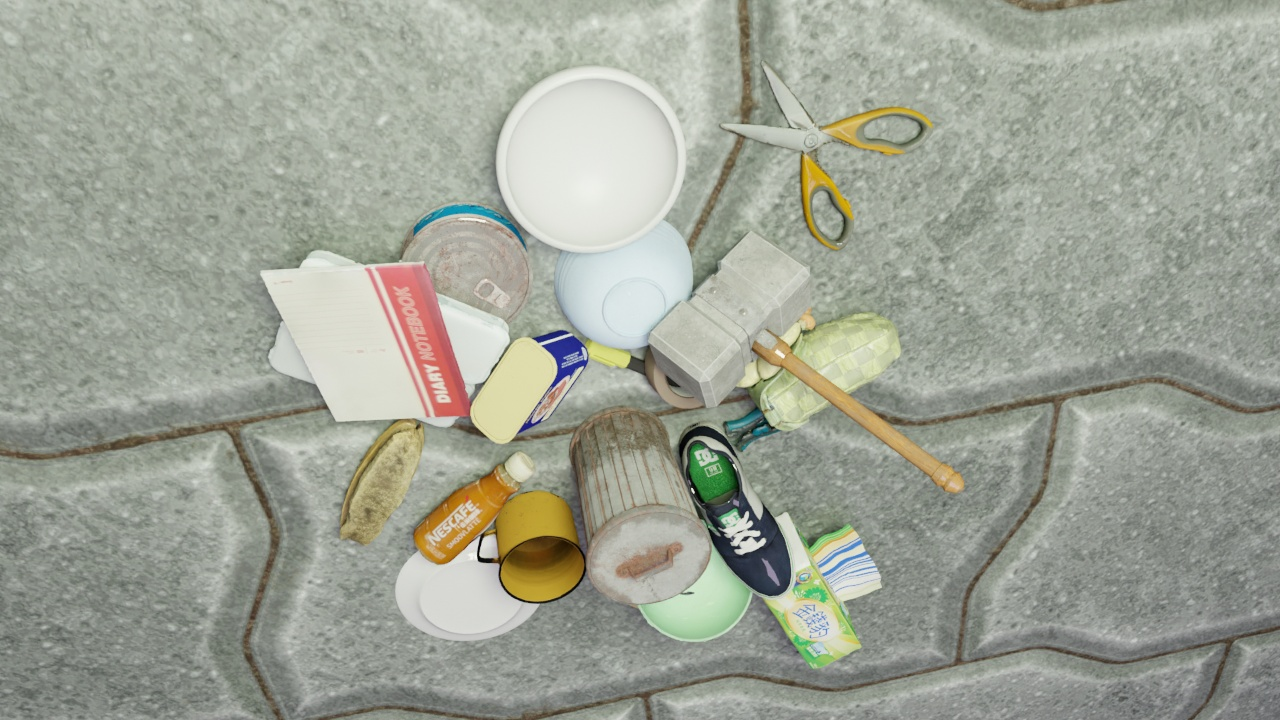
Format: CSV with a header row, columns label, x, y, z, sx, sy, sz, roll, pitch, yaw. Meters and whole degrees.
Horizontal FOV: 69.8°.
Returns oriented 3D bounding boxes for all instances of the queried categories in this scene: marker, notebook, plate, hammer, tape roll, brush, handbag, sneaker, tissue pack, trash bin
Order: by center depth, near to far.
label,x,y,z,sx,sy,sz,roll,pitch,yaw
hammer,0.176,0.025,0.888,0.162,0.318,0.083,-46,155,-11
notebook,-0.257,-0.012,0.894,0.153,0.012,0.209,-3,137,5
trash bin,-0.006,0.158,1.007,0.130,0.211,0.131,-5,122,-9
handbag,0.189,-0.010,1.015,0.186,0.113,0.117,-29,109,3
tape roll,0.053,0.005,1.021,0.093,0.030,0.094,-7,112,-18
marker,-0.006,0.006,1.027,0.123,0.018,0.021,22,70,-25
brush,-0.293,0.141,1.031,0.059,0.043,0.196,23,121,-22
sneaker,0.111,0.187,1.074,0.084,0.079,0.235,-27,98,10
plate,-0.214,0.296,1.165,0.188,0.016,0.189,-5,122,-9
tissue pack,0.238,0.289,1.203,0.141,0.120,0.198,-29,129,8

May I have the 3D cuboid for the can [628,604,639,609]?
label,x,y,z,sx,sy,sz,roll,pitch,yaw
can,-0.015,0.297,1.195,0.079,0.038,0.038,30,111,-26

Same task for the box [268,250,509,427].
label,x,y,z,sx,sy,sz,roll,pitch,yaw
box,-0.256,-0.012,0.924,0.208,0.037,0.190,23,130,-20

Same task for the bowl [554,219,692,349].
label,x,y,z,sx,sy,sz,roll,pitch,yaw
bowl,-0.011,-0.071,0.946,0.150,0.074,0.151,-5,121,-9

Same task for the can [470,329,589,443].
label,x,y,z,sx,sy,sz,roll,pitch,yaw
can,-0.113,0.024,0.966,0.056,0.092,0.116,40,111,10

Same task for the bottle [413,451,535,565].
label,x,y,z,sx,sy,sz,roll,pitch,yaw
bottle,-0.190,0.168,1.066,0.167,0.059,0.059,-42,120,14

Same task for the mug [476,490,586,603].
label,x,y,z,sx,sy,sz,roll,pitch,yaw
mug,-0.133,0.218,1.087,0.123,0.094,0.101,3,119,-15

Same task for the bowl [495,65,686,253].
label,x,y,z,sx,sy,sz,roll,pitch,yaw
bowl,-0.049,-0.194,0.867,0.176,0.066,0.177,-5,122,-9

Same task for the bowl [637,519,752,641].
label,x,y,z,sx,sy,sz,roll,pitch,yaw
bowl,0.063,0.272,1.158,0.151,0.077,0.151,0,86,-4

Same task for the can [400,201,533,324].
label,x,y,z,sx,sy,sz,roll,pitch,yaw
can,-0.174,-0.090,0.918,0.130,0.044,0.130,-5,122,-9

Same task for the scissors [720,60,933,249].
label,x,y,z,sx,sy,sz,roll,pitch,yaw
scissors,0.195,-0.221,0.932,0.217,0.016,0.225,-30,120,8

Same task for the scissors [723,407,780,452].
label,x,y,z,sx,sy,sz,roll,pitch,yaw
scissors,0.139,0.083,1.106,0.143,0.019,0.127,7,120,-14
